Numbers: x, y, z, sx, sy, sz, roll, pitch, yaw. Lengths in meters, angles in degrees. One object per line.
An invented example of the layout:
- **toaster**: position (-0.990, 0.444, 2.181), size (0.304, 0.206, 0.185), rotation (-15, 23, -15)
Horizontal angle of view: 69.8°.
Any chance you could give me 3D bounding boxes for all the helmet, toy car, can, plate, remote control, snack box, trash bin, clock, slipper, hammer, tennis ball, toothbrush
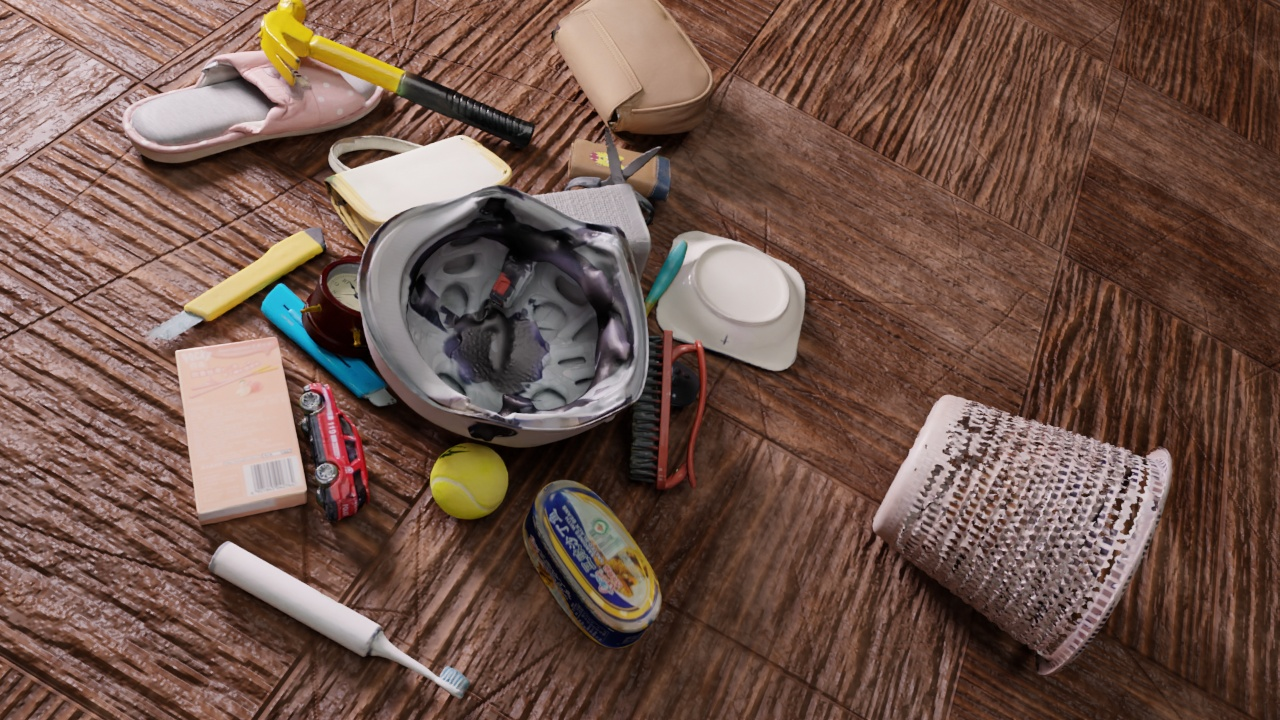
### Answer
- **helmet**: position (-0.127, -0.025, 0.818), size (0.258, 0.146, 0.228), rotation (2, 67, -24)
- **toy car**: position (-0.259, 0.076, 0.776), size (0.045, 0.053, 0.120), rotation (-12, 65, -26)
- **can**: position (-0.042, 0.172, 0.782), size (0.074, 0.049, 0.148), rotation (-27, 70, -30)
- **plate**: position (0.106, -0.075, 1.001), size (0.164, 0.034, 0.163), rotation (18, 54, -6)
- **remote control**: position (-0.005, 0.005, 0.918), size (0.136, 0.024, 0.053), rotation (28, 57, -1)
- **snack box**: position (-0.339, 0.056, 0.778), size (0.084, 0.026, 0.157), rotation (-10, 61, -23)
- **trash bin**: position (0.331, 0.137, 0.838), size (0.192, 0.228, 0.226), rotation (28, 53, 17)
- **clock**: position (-0.260, -0.056, 0.851), size (0.082, 0.055, 0.121), rotation (32, 38, -5)
- **slipper**: position (-0.397, -0.278, 0.961), size (0.273, 0.055, 0.114), rotation (-27, 68, -32)
- **hammer**: position (-0.260, -0.301, 0.998), size (0.300, 0.033, 0.128), rotation (19, 40, -19)
- **tennis ball**: position (-0.146, 0.103, 0.784), size (0.065, 0.066, 0.065), rotation (8, 56, -12)
- **toothbrush**: position (-0.233, 0.205, 0.713), size (0.221, 0.027, 0.026), rotation (28, 64, 2)

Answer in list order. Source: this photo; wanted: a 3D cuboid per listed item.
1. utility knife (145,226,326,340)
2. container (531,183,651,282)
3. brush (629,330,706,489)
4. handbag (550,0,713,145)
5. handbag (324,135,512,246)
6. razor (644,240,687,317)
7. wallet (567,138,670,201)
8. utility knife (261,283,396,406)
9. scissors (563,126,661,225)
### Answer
- **utility knife**: position (-0.372, -0.072, 0.859), size (0.033, 0.015, 0.191), rotation (38, 55, 13)
- **container**: position (-0.062, -0.121, 0.946), size (0.114, 0.090, 0.090), rotation (-7, 60, -18)
- **brush**: position (0.026, 0.049, 0.862), size (0.069, 0.063, 0.145), rotation (3, 75, 2)
- **handbag**: position (-0.009, -0.353, 1.112), size (0.147, 0.100, 0.204), rotation (-21, 66, -20)
- **handbag**: position (-0.241, -0.185, 0.957), size (0.163, 0.063, 0.179), rotation (-28, 55, -31)
- **razor**: position (0.016, -0.074, 0.966), size (0.043, 0.028, 0.132), rotation (26, 66, 11)
- **wallet**: position (-0.024, -0.217, 1.042), size (0.115, 0.033, 0.090), rotation (11, 32, -9)
- **utility knife**: position (-0.286, -0.010, 0.844), size (0.162, 0.018, 0.034), rotation (40, 55, 9)
- **scissors**: position (-0.023, -0.188, 0.966), size (0.159, 0.179, 0.014), rotation (34, 65, -43)
